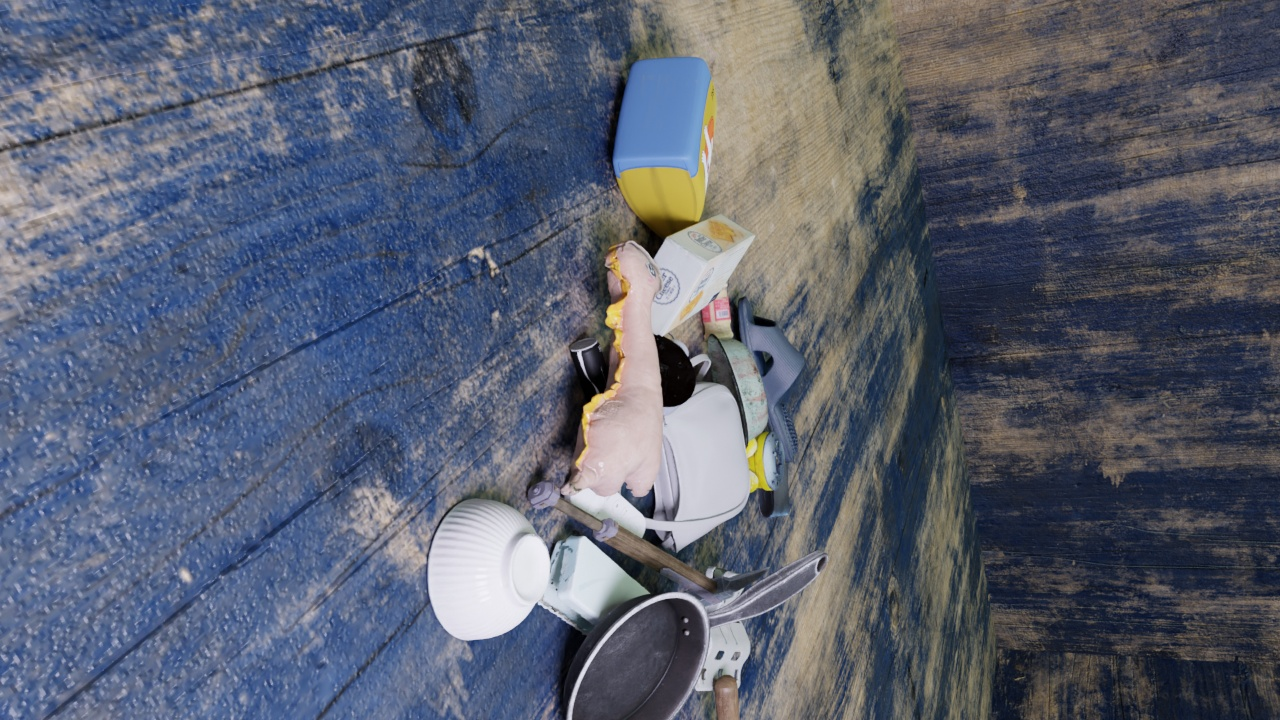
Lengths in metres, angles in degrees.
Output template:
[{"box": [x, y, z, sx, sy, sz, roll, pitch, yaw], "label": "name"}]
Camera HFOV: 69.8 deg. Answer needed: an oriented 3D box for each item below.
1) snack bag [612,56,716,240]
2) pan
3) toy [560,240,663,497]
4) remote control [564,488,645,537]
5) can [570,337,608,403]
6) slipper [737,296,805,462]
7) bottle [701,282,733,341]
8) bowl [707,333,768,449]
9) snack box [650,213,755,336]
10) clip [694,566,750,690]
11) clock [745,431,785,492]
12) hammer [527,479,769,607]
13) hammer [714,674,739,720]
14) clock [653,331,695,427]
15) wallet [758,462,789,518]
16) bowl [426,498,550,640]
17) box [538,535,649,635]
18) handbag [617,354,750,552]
[{"box": [0.043, -0.240, 1.122, 0.205, 0.102, 0.158, 65, 31, -60], "label": "snack bag"}, {"box": [0.062, 0.280, 0.952, 0.355, 0.055, 0.187, -27, 125, -33], "label": "pan"}, {"box": [-0.023, 0.005, 0.910, 0.195, 0.065, 0.264, 7, 81, -62], "label": "toy"}, {"box": [-0.035, 0.157, 0.958, 0.043, 0.013, 0.136, -55, 136, -14], "label": "remote control"}, {"box": [-0.048, 0.018, 0.960, 0.031, 0.032, 0.080, -50, 128, -54], "label": "can"}, {"box": [0.209, 0.023, 1.364, 0.101, 0.082, 0.264, -68, 141, -73], "label": "slipper"}, {"box": [0.101, -0.080, 1.250, 0.044, 0.044, 0.109, -14, 98, -62], "label": "bottle"}, {"box": [0.130, 0.036, 1.200, 0.157, 0.038, 0.157, 163, -89, -85], "label": "bowl"}, {"box": [0.063, -0.107, 1.096, 0.104, 0.057, 0.207, -59, 170, 26], "label": "snack box"}, {"box": [0.082, 0.328, 1.134, 0.126, 0.097, 0.152, 32, 54, -58], "label": "clip"}, {"box": [0.161, 0.141, 1.281, 0.118, 0.057, 0.083, 2, 84, -61], "label": "clock"}, {"box": [0.000, 0.193, 0.951, 0.316, 0.147, 0.028, 38, 35, -41], "label": "hammer"}, {"box": [0.113, 0.526, 1.127, 0.129, 0.040, 0.322, -35, 124, -55], "label": "hammer"}, {"box": [0.014, 0.009, 1.029, 0.094, 0.035, 0.122, 23, 49, -16], "label": "clock"}, {"box": [0.210, 0.186, 1.428, 0.089, 0.026, 0.115, 10, 77, -63], "label": "wallet"}, {"box": [-0.117, 0.175, 0.769, 0.118, 0.062, 0.118, 18, 70, -60], "label": "bowl"}, {"box": [-0.031, 0.247, 0.938, 0.083, 0.066, 0.199, -60, 139, -19], "label": "box"}, {"box": [0.033, 0.114, 1.082, 0.222, 0.096, 0.216, -17, 100, -49], "label": "handbag"}]
